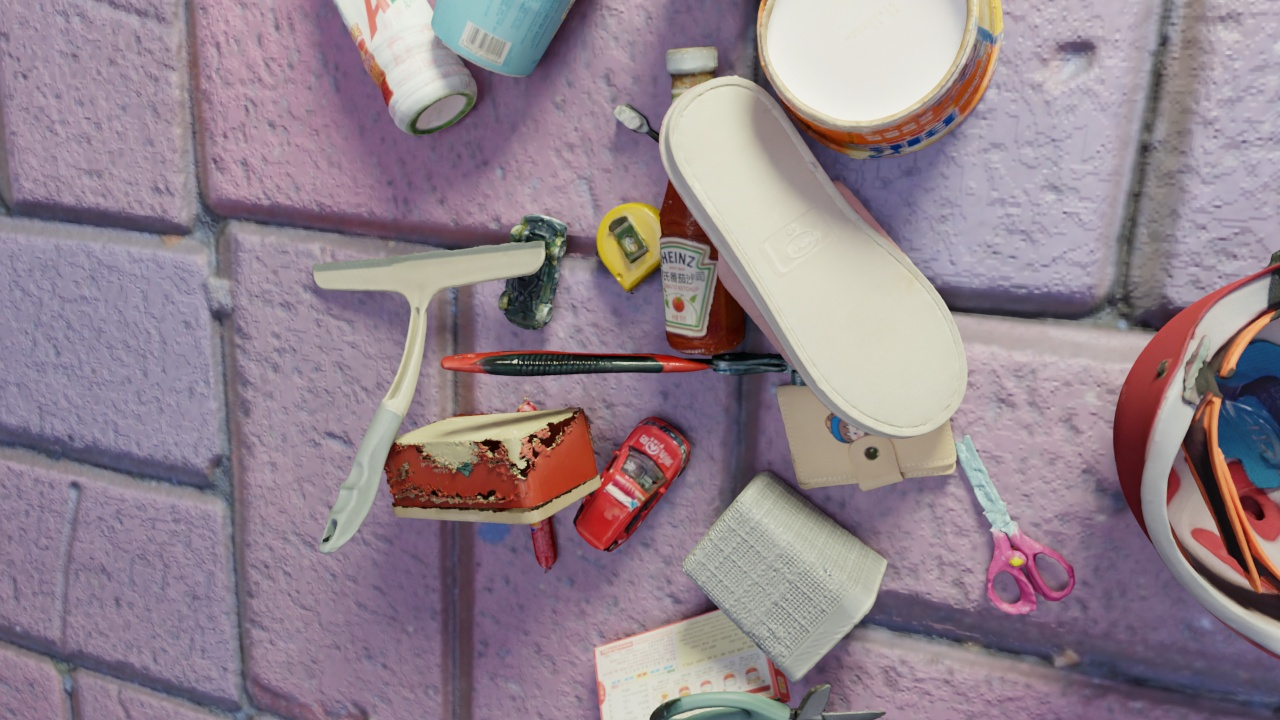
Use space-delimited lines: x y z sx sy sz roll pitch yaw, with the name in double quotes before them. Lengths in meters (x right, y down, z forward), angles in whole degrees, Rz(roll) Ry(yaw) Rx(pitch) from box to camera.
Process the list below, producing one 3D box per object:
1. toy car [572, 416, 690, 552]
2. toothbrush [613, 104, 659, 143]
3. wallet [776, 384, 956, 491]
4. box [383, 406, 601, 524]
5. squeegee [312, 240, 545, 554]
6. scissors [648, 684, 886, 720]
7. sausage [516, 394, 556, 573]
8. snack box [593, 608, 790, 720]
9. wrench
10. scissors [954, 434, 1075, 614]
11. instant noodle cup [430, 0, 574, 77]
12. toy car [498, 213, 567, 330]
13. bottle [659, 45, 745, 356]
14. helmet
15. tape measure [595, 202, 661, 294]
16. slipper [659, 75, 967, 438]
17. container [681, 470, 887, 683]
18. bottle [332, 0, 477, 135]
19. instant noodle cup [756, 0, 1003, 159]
"toy car" -0.008 0.099 0.719 0.053 0.045 0.121 37 110 7
"toothbrush" 0.053 -0.129 0.657 0.181 0.018 0.016 38 109 7
"wallet" 0.162 0.051 0.656 0.115 0.024 0.087 -11 100 21
"box" -0.122 0.073 0.708 0.169 0.091 0.079 -6 101 38
"squeegee" -0.193 0.031 0.705 0.247 0.039 0.246 -2 65 30
"scissors" 0.092 0.284 0.688 0.170 0.019 0.174 1 134 4
"sausage" -0.087 0.104 0.762 0.020 0.020 0.156 -2 102 20
"snack box" 0.036 0.246 0.724 0.156 0.027 0.077 -24 56 23
"wrench" -0.004 0.004 0.652 0.273 0.056 0.016 2 102 -1
"scissors" 0.256 0.112 0.642 0.063 0.017 0.135 -22 91 23
"instant noodle cup" -0.088 -0.268 0.634 0.111 0.111 0.121 37 121 8
"toy car" -0.081 -0.068 0.710 0.043 0.034 0.091 17 108 13
"bottle" 0.040 -0.107 0.630 0.060 0.059 0.206 3 111 19
"helmet" 0.381 0.035 0.511 0.240 0.143 0.207 -33 90 9
"tape measure" -0.005 -0.088 0.680 0.060 0.028 0.057 -40 87 23
"slipper" 0.111 -0.062 0.601 0.114 0.054 0.274 -42 98 -8
"container" 0.102 0.151 0.667 0.114 0.090 0.090 40 112 10
"bottle" -0.196 -0.269 0.690 0.068 0.068 0.197 -31 87 23
"instant noodle cup" 0.141 -0.199 0.556 0.151 0.111 0.151 5 104 19
